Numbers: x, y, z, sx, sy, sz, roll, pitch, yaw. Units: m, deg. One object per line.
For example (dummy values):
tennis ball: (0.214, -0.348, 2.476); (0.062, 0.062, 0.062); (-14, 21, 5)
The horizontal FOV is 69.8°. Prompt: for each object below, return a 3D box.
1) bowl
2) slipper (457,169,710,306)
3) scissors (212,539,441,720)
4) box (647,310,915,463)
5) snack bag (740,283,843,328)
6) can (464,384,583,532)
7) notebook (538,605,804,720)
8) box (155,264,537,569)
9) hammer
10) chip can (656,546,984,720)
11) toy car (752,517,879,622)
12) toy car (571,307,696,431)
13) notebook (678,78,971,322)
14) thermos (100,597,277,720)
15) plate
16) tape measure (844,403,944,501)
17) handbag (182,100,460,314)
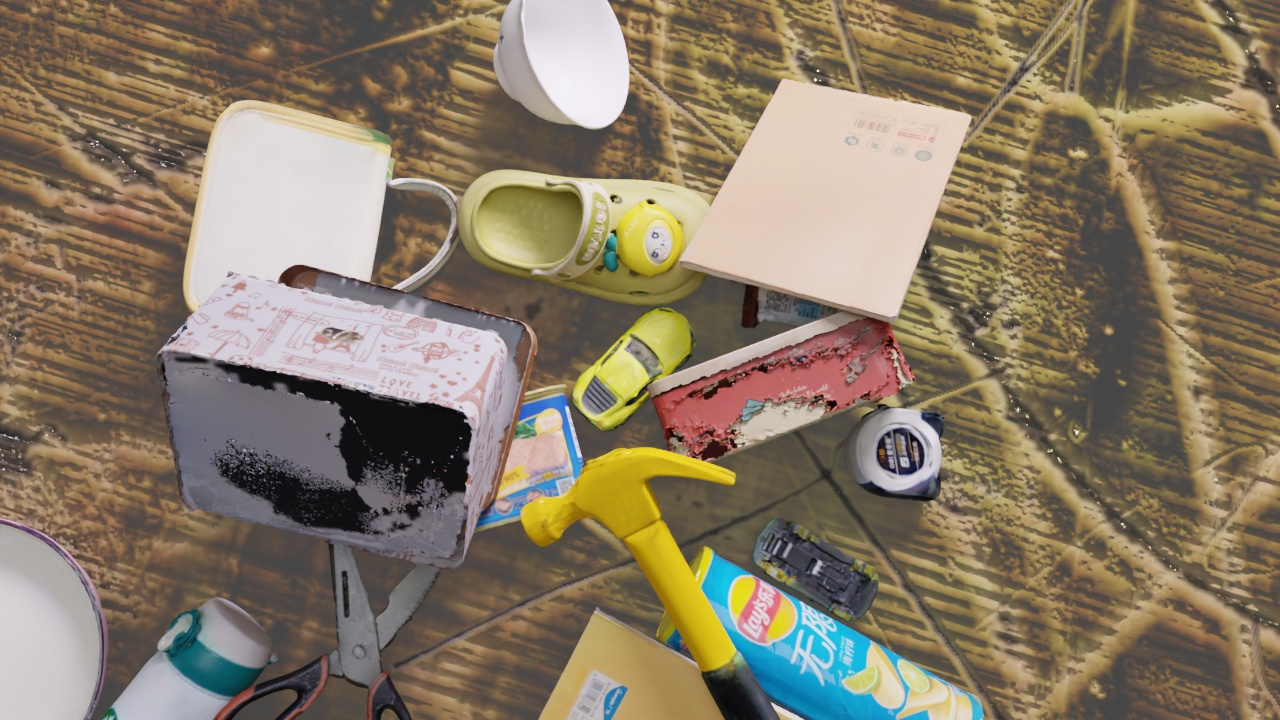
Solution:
bowl: (-0.068, -0.223, 0.678); (0.065, 0.118, 0.118); (-7, 79, 37)
slipper: (-0.039, -0.086, 0.649); (0.190, 0.081, 0.092); (8, 102, 1)
scissors: (-0.190, 0.213, 0.607); (0.225, 0.015, 0.189); (-42, 105, -10)
box: (0.097, 0.027, 0.626); (0.168, 0.091, 0.078); (-21, 81, 5)
snack bag: (0.127, -0.040, 0.680); (0.104, 0.026, 0.048); (7, 90, 0)
can: (-0.091, 0.070, 0.642); (0.102, 0.057, 0.083); (-14, 84, -4)
notebook: (0.031, 0.272, 0.610); (0.206, 0.010, 0.146); (27, 104, 3)
box: (-0.166, 0.020, 0.576); (0.182, 0.151, 0.165); (13, 38, -1)
hammer: (0.051, 0.188, 0.571); (0.129, 0.032, 0.300); (-29, 92, 9)
chip can: (0.118, 0.207, 0.619); (0.210, 0.071, 0.071); (29, 81, 3)
toy car: (0.122, 0.146, 0.646); (0.091, 0.036, 0.043); (30, 80, 5)
toy car: (-0.004, 0.004, 0.668); (0.048, 0.032, 0.105); (44, 81, 6)
notebook: (0.135, -0.122, 0.645); (0.148, 0.008, 0.207); (17, 57, 19)
thermos: (-0.332, 0.259, 0.597); (0.073, 0.073, 0.224); (36, 82, 4)
plate: (-0.450, 0.202, 0.619); (0.192, 0.039, 0.192); (0, 81, -2)
tape measure: (0.183, 0.066, 0.662); (0.066, 0.033, 0.065); (9, 79, -3)
handbag: (-0.224, -0.089, 0.669); (0.178, 0.063, 0.163); (9, 81, -15)
